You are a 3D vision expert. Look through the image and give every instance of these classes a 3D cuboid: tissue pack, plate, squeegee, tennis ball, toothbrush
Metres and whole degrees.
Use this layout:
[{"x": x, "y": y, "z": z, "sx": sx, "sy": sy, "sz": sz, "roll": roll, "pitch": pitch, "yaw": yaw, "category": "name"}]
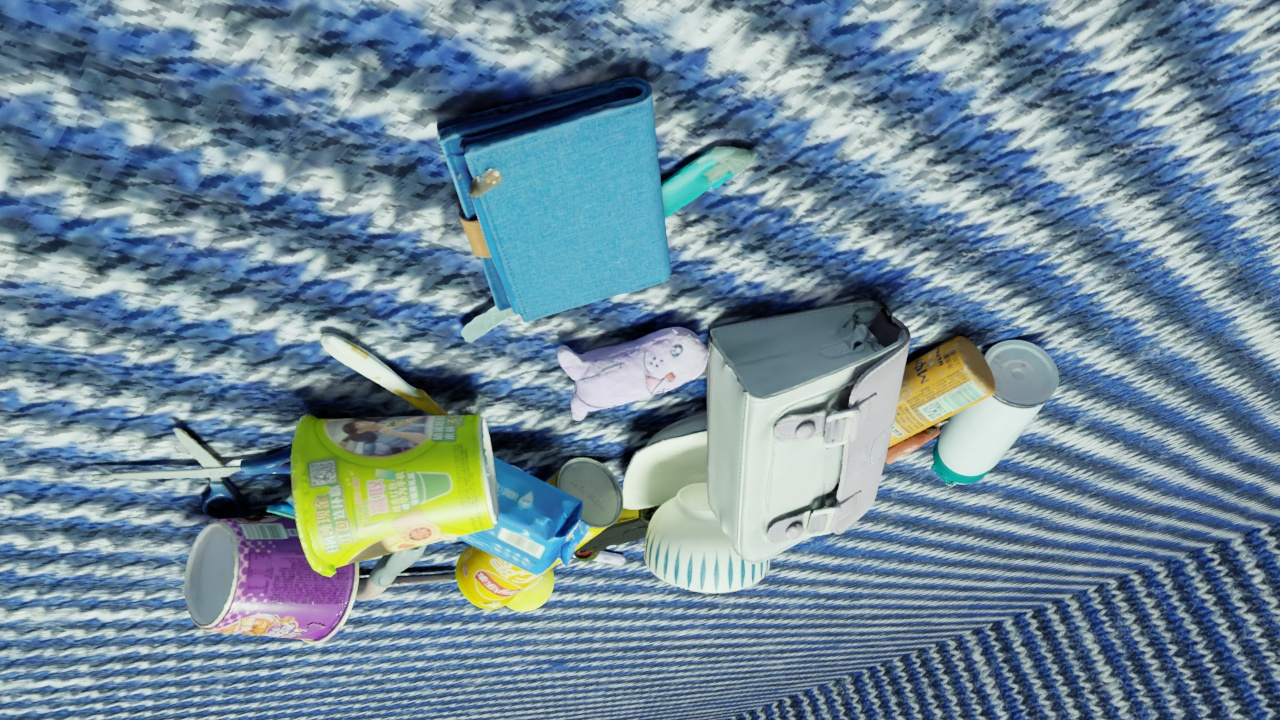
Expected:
[{"x": -0.120, "y": 0.118, "z": 0.754, "sx": 0.157, "sy": 0.052, "sz": 0.095, "roll": 26, "pitch": 146, "yaw": -2, "category": "tissue pack"}, {"x": 0.062, "y": 0.085, "z": 0.842, "sx": 0.163, "sy": 0.034, "sz": 0.165, "roll": -8, "pitch": 151, "yaw": -14, "category": "plate"}, {"x": -0.245, "y": 0.197, "z": 0.853, "sx": 0.247, "sy": 0.040, "sz": 0.250, "roll": 5, "pitch": 155, "yaw": -32, "category": "squeegee"}, {"x": -0.127, "y": 0.241, "z": 1.004, "sx": 0.065, "sy": 0.065, "sz": 0.066, "roll": -12, "pitch": 152, "yaw": -6, "category": "tennis ball"}, {"x": -0.158, "y": 0.020, "z": 0.637, "sx": 0.016, "sy": 0.018, "sz": 0.191, "roll": -24, "pitch": 149, "yaw": 12, "category": "toothbrush"}, {"x": -0.071, "y": 0.218, "z": 1.041, "sx": 0.021, "sy": 0.029, "sz": 0.189, "roll": 16, "pitch": 174, "yaw": 36, "category": "toothbrush"}]

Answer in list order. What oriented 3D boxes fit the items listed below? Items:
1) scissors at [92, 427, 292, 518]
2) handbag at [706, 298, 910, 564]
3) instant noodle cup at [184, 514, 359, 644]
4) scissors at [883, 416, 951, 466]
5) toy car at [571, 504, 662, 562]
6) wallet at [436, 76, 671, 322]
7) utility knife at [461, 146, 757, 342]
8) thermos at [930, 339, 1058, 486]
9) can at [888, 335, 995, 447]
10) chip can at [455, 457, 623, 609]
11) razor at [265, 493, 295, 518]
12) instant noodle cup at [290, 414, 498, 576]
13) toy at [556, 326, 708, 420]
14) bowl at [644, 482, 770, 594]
[{"x": -0.307, "y": 0.086, "z": 0.681, "sx": 0.172, "sy": 0.012, "sz": 0.163, "roll": -1, "pitch": 150, "yaw": -29, "category": "scissors"}, {"x": 0.130, "y": 0.057, "z": 0.720, "sx": 0.144, "sy": 0.098, "sz": 0.197, "roll": -20, "pitch": 137, "yaw": -16, "category": "handbag"}, {"x": -0.299, "y": 0.172, "z": 0.734, "sx": 0.112, "sy": 0.111, "sz": 0.099, "roll": -33, "pitch": 151, "yaw": 31, "category": "instant noodle cup"}, {"x": 0.212, "y": 0.108, "z": 0.897, "sx": 0.228, "sy": 0.015, "sz": 0.188, "roll": -37, "pitch": 170, "yaw": 33, "category": "scissors"}, {"x": -0.023, "y": 0.170, "z": 0.950, "sx": 0.156, "sy": 0.041, "sz": 0.071, "roll": -16, "pitch": 153, "yaw": 6, "category": "toy car"}, {"x": -0.040, "y": -0.079, "z": 0.480, "sx": 0.106, "sy": 0.040, "sz": 0.133, "roll": -15, "pitch": 143, "yaw": -3, "category": "wallet"}, {"x": -0.028, "y": -0.064, "z": 0.543, "sx": 0.223, "sy": 0.013, "sz": 0.029, "roll": -30, "pitch": 146, "yaw": 27, "category": "utility knife"}, {"x": 0.342, "y": 0.060, "z": 0.904, "sx": 0.073, "sy": 0.073, "sz": 0.224, "roll": -14, "pitch": 153, "yaw": -3, "category": "thermos"}, {"x": 0.236, "y": 0.037, "z": 0.814, "sx": 0.146, "sy": 0.058, "sz": 0.058, "roll": -34, "pitch": 147, "yaw": 32, "category": "can"}, {"x": -0.102, "y": 0.169, "z": 0.879, "sx": 0.072, "sy": 0.072, "sz": 0.214, "roll": 7, "pitch": 144, "yaw": -36, "category": "chip can"}, {"x": -0.214, "y": 0.090, "z": 0.703, "sx": 0.143, "sy": 0.022, "sz": 0.042, "roll": -19, "pitch": 159, "yaw": 10, "category": "razor"}, {"x": -0.163, "y": 0.085, "z": 0.635, "sx": 0.123, "sy": 0.111, "sz": 0.112, "roll": -8, "pitch": 152, "yaw": -5, "category": "instant noodle cup"}, {"x": -0.004, "y": 0.004, "z": 0.655, "sx": 0.108, "sy": 0.039, "sz": 0.084, "roll": -13, "pitch": 144, "yaw": -1, "category": "toy"}, {"x": 0.062, "y": 0.153, "z": 0.837, "sx": 0.116, "sy": 0.116, "sz": 0.066, "roll": -5, "pitch": 109, "yaw": -18, "category": "bowl"}]
